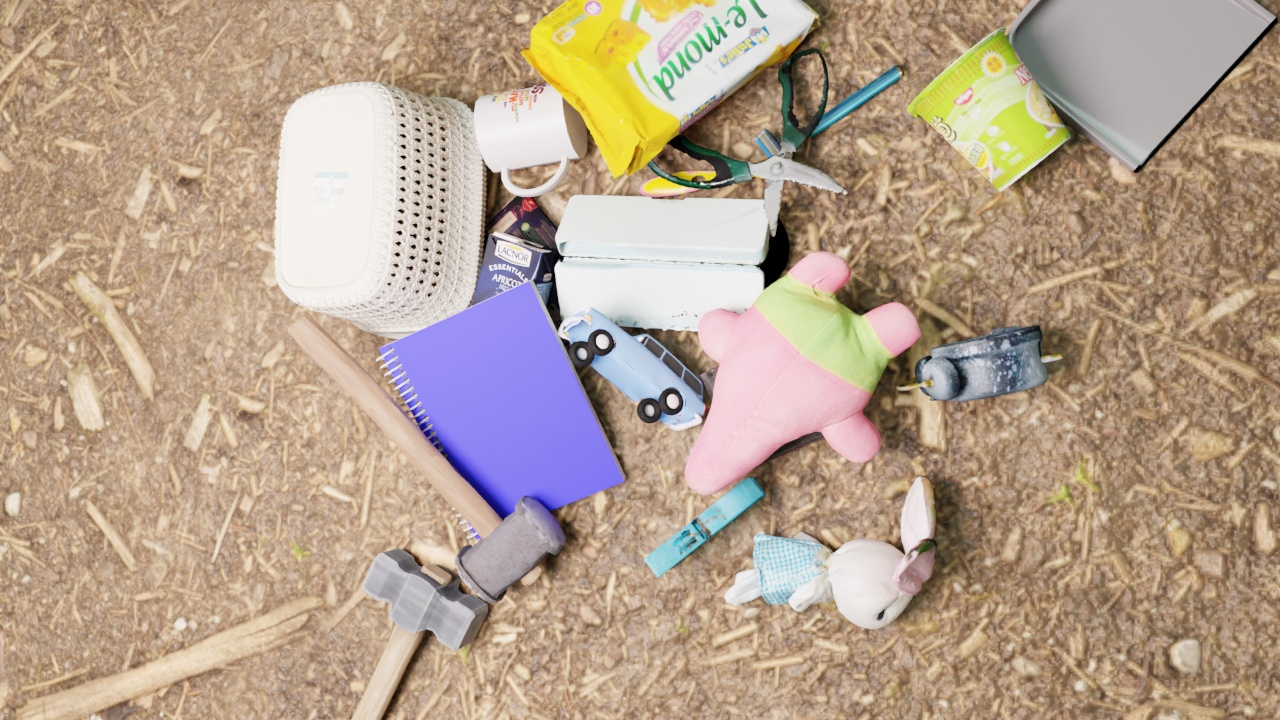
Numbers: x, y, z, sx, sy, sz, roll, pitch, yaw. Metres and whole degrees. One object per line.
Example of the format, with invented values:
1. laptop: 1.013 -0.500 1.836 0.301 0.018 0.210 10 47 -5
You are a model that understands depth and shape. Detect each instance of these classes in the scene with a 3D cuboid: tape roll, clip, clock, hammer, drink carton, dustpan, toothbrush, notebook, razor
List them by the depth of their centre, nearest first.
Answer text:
1. clock: 0.278 0.005 0.769 0.129 0.090 0.052 -12 89 10
2. dustpan: 0.381 -0.306 0.790 0.257 0.033 0.163 43 97 13
3. clip: 0.057 0.148 0.818 0.126 0.113 0.028 -37 81 -4
4. razor: 0.178 -0.228 0.847 0.144 0.022 0.042 -31 60 6
5. hammer: -0.207 0.083 0.859 0.098 0.052 0.328 -41 93 12
6. tape roll: 0.092 -0.105 0.862 0.093 0.016 0.091 28 94 15
7. toothbrush: 0.063 -0.172 0.874 0.135 0.016 0.021 -6 89 14
8. notebook: -0.135 0.052 0.877 0.172 0.022 0.209 -23 100 11
9. drink carton: -0.125 -0.054 0.887 0.064 0.040 0.130 21 106 17
10. hammer: -0.269 0.350 0.915 0.117 0.051 0.323 28 96 15

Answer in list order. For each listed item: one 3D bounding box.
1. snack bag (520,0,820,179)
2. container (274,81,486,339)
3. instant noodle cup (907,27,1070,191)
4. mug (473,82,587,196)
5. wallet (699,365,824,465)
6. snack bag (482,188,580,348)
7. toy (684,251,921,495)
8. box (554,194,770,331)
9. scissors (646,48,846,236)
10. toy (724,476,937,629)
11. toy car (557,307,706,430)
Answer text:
1. snack bag: 0.024 -0.287 0.835 0.247 0.068 0.159 -39 80 -13
2. container: -0.254 -0.148 0.891 0.185 0.142 0.246 -1 86 27
3. instant noodle cup: 0.301 -0.208 0.779 0.099 0.099 0.108 -40 85 9
4. mug: -0.104 -0.212 0.891 0.090 0.073 0.105 -7 85 14
5. wallet: 0.128 0.034 0.839 0.120 0.031 0.099 -25 80 6
6. snack bag: -0.097 -0.091 0.910 0.075 0.018 0.155 -40 79 11
7. toy: 0.121 0.024 0.785 0.192 0.096 0.237 41 102 12
8. box: 0.021 -0.092 0.853 0.198 0.075 0.126 5 106 16
9. scissors: 0.115 -0.210 0.842 0.202 0.015 0.204 24 77 29
10. toy: 0.168 0.192 0.788 0.206 0.130 0.106 -21 102 24
11. toy car: -0.005 0.005 0.837 0.153 0.056 0.054 40 62 -13
